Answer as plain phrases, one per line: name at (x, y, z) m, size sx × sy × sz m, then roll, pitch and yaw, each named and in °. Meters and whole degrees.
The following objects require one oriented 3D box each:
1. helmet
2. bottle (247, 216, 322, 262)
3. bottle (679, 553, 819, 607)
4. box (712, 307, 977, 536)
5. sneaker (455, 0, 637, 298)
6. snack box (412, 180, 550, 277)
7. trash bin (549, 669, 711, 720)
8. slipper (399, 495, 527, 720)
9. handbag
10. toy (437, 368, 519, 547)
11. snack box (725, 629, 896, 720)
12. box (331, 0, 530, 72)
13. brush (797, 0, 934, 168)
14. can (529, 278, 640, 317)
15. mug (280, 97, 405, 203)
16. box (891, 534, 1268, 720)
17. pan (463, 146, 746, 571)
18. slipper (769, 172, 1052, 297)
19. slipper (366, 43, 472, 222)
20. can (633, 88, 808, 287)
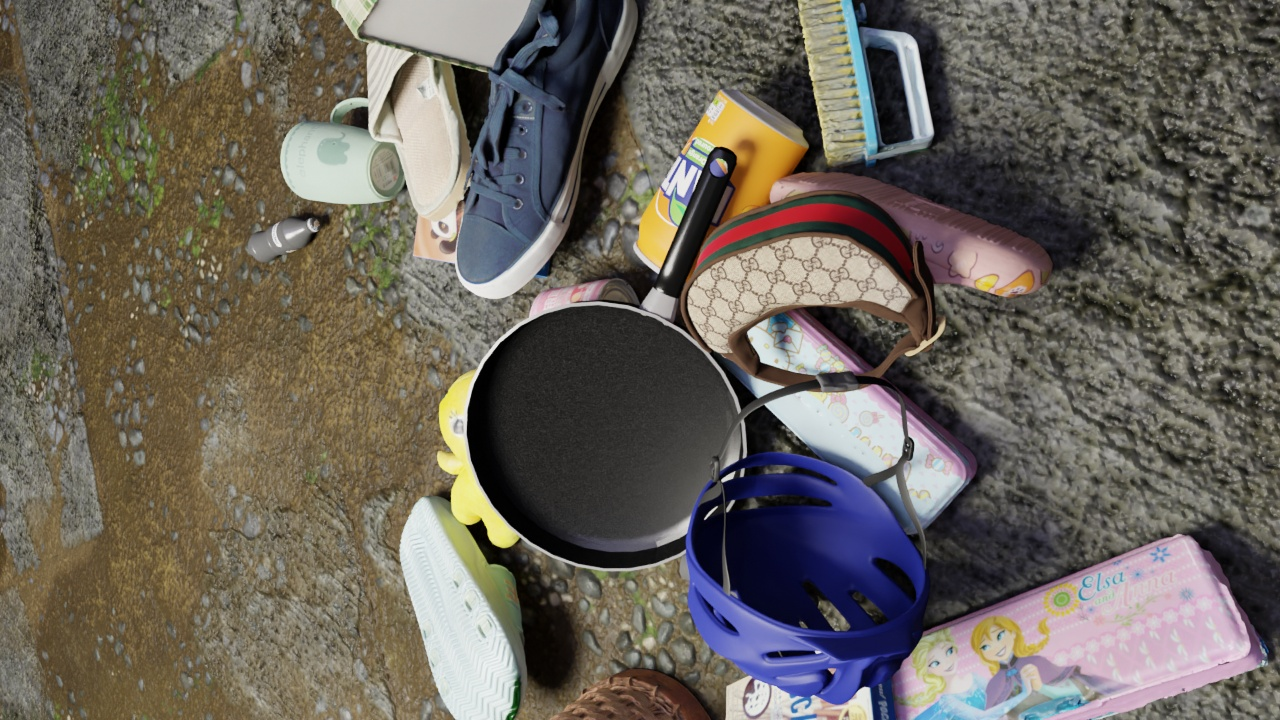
helmet at (0.103, 0.099, 0.597) m, size 0.241 × 0.147 × 0.228 m, roll -120°, pitch 27°, yaw -69°
bottle at (-0.400, -0.140, 1.038) m, size 0.110 × 0.036 × 0.036 m, roll -13°, pitch 84°, yaw 33°
bottle at (0.086, 0.174, 0.721) m, size 0.113 × 0.030 × 0.030 m, roll 12°, pitch 98°, yaw 33°
box at (0.143, 0.032, 0.676) m, size 0.214 × 0.036 × 0.076 m, roll 45°, pitch 114°, yaw 25°
sneaker at (-0.100, -0.197, 0.754) m, size 0.121 × 0.127 × 0.294 m, roll 23°, pitch 94°, yaw 33°
snack box at (-0.148, -0.131, 0.870) m, size 0.151 × 0.034 × 0.087 m, roll 12°, pitch 97°, yaw 32°
trash bin at (-0.047, 0.342, 0.707) m, size 0.151 × 0.209 × 0.151 m, roll 1°, pitch 91°, yaw 33°
slipper at (-0.159, 0.227, 0.866) m, size 0.104 × 0.074 × 0.245 m, roll -56°, pitch 47°, yaw 23°
handbag at (0.114, -0.037, 0.606) m, size 0.167 × 0.063 × 0.138 m, roll -15°, pitch 125°, yaw 35°
toy at (-0.121, 0.082, 0.827) m, size 0.134 × 0.092 × 0.208 m, roll 27°, pitch 116°, yaw 11°
snack box at (0.119, 0.256, 0.665) m, size 0.150 × 0.026 × 0.081 m, roll -42°, pitch 29°, yaw 38°
box at (-0.147, -0.307, 0.764) m, size 0.118 × 0.205 × 0.050 m, roll -42°, pitch 76°, yaw 29°
brush at (0.158, -0.210, 0.652) m, size 0.075 × 0.055 × 0.136 m, roll -10°, pitch 85°, yaw 11°
can at (-0.047, -0.033, 0.784) m, size 0.076 × 0.067 × 0.067 m, roll -6°, pitch 87°, yaw 33°
mug at (-0.296, -0.216, 0.943) m, size 0.104 × 0.084 × 0.111 m, roll 10°, pitch 83°, yaw 24°
box at (0.271, 0.199, 0.593) m, size 0.231 × 0.077 × 0.084 m, roll -34°, pitch 35°, yaw 30°
pan at (-0.004, 0.004, 0.707) m, size 0.225 × 0.034 × 0.357 m, roll 24°, pitch 110°, yaw 2°
slipper at (0.172, -0.072, 0.627) m, size 0.197 × 0.093 × 0.082 m, roll 26°, pitch 116°, yaw 30°
slipper at (-0.218, -0.251, 0.875) m, size 0.115 × 0.054 × 0.272 m, roll -41°, pitch 57°, yaw 39°
can at (0.059, -0.130, 0.703) m, size 0.079 × 0.079 × 0.143 m, roll 44°, pitch 114°, yaw 25°
